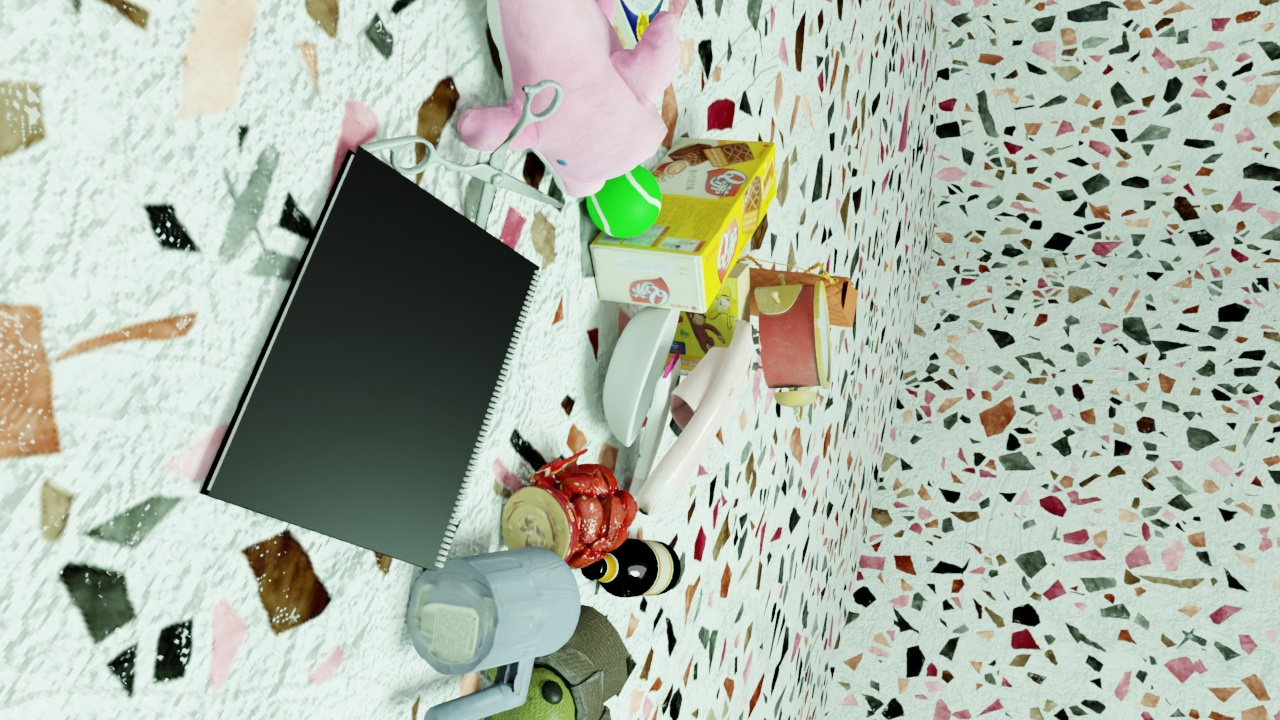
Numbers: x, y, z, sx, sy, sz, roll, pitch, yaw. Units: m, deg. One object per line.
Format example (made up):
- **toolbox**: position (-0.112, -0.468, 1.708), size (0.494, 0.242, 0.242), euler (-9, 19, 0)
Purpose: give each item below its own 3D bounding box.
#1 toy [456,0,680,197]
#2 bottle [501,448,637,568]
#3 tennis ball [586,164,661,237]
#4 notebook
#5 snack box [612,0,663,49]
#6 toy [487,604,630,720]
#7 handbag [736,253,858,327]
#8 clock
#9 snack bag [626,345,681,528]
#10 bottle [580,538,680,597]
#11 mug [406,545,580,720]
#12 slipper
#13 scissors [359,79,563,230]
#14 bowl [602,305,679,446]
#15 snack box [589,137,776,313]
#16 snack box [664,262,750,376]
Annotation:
- **toy**: position (-0.038, -0.215, 0.625), size (0.186, 0.128, 0.266), euler (-60, 152, -29)
- **bottle**: position (-0.057, 0.123, 0.770), size (0.111, 0.099, 0.099), euler (-5, 103, -56)
- **tennis ball**: position (-0.014, -0.139, 0.796), size (0.065, 0.065, 0.065), euler (9, 90, -67)
- **notebook**: position (-0.143, 0.003, 0.538), size (0.149, 0.016, 0.206), euler (33, 66, -41)
- **snack box**: position (-0.017, -0.347, 0.745), size (0.144, 0.043, 0.144), euler (53, 49, -59)
- **toy**: position (-0.068, 0.277, 0.786), size (0.152, 0.078, 0.179), euler (-31, 104, -63)
- **handbag**: position (0.166, -0.089, 1.102), size (0.108, 0.172, 0.060), euler (26, 74, -66)
- **clock**: position (0.163, -0.010, 1.006), size (0.116, 0.081, 0.159), euler (-54, 138, -65)
- **snack bag**: position (0.011, 0.083, 0.948), size (0.070, 0.016, 0.197), euler (-56, 162, -66)
- **bottle**: position (-0.014, 0.210, 0.929), size (0.181, 0.059, 0.059), euler (30, 70, -66)
- **mug**: position (-0.109, 0.200, 0.666), size (0.104, 0.084, 0.124), euler (16, 86, -63)
- **slipper**: position (0.054, 0.057, 0.924), size (0.221, 0.056, 0.107), euler (-59, 168, -15)
- **scissors**: position (-0.104, -0.126, 0.595), size (0.174, 0.014, 0.142), euler (6, 126, -53)
- **bowl**: position (-0.005, 0.005, 0.876), size (0.149, 0.043, 0.149), euler (21, 88, -84)
- **snack box**: position (0.050, -0.139, 0.891), size (0.229, 0.110, 0.062), euler (-57, 147, -45)
- **snack box**: position (0.072, -0.044, 1.004), size (0.040, 0.088, 0.126), euler (-49, 141, -52)
